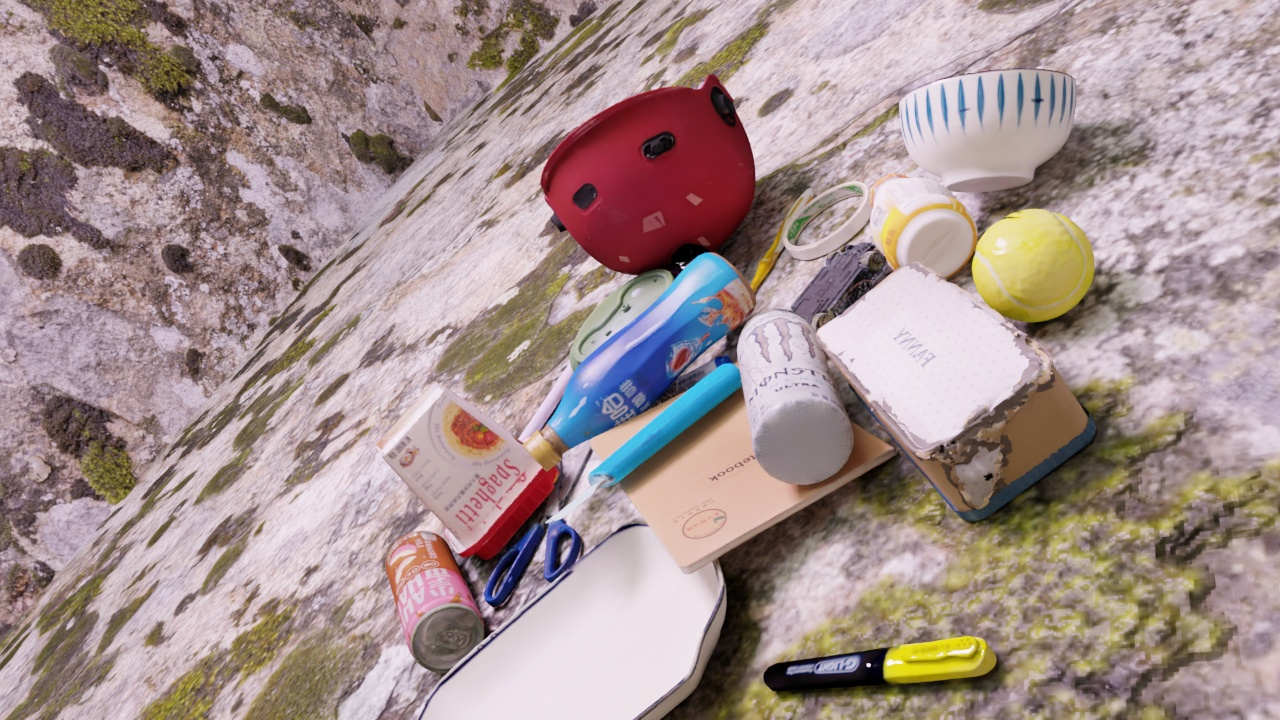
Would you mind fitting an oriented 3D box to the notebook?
[{"bbox_3d":[0.056,0.059,0.626,0.147,0.008,0.207,-28,22,-9],"label":"notebook"}]

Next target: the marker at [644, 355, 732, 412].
[{"bbox_3d":[0.015,0.032,0.771,0.146,0.017,0.016,-28,28,29],"label":"marker"}]

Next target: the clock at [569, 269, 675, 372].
[{"bbox_3d":[-0.010,-0.025,0.852,0.116,0.056,0.161,-50,25,-17],"label":"clock"}]

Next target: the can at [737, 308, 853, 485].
[{"bbox_3d":[0.095,0.018,0.587,0.058,0.058,0.146,-35,19,16],"label":"can"}]

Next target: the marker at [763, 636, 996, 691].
[{"bbox_3d":[0.109,0.147,0.443,0.124,0.015,0.018,-23,28,40],"label":"marker"}]

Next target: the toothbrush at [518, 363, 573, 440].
[{"bbox_3d":[-0.079,0.019,0.930,0.021,0.029,0.188,18,57,20],"label":"toothbrush"}]

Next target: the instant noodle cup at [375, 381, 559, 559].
[{"bbox_3d":[-0.152,0.089,0.785,0.116,0.124,0.117,-50,18,-11],"label":"instant noodle cup"}]

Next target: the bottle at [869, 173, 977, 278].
[{"bbox_3d":[0.195,-0.100,0.655,0.063,0.063,0.108,-35,26,16],"label":"bottle"}]

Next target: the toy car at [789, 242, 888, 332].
[{"bbox_3d":[0.143,-0.046,0.684,0.105,0.031,0.049,-48,24,-15],"label":"toy car"}]

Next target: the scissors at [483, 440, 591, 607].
[{"bbox_3d":[-0.079,0.134,0.753,0.160,0.012,0.163,-44,22,-3],"label":"scissors"}]

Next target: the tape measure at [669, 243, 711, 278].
[{"bbox_3d":[0.056,-0.079,0.838,0.039,0.058,0.057,-43,-18,-9],"label":"tape measure"}]

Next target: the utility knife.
[{"bbox_3d":[0.006,0.057,0.643,0.187,0.018,0.034,-36,14,-27],"label":"utility knife"}]

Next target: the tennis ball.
[{"bbox_3d":[0.227,-0.055,0.531,0.066,0.065,0.065,-34,26,19],"label":"tennis ball"}]

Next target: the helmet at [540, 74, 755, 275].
[{"bbox_3d":[0.020,-0.159,0.878,0.207,0.144,0.239,-32,-3,18],"label":"helmet"}]

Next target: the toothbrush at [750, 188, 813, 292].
[{"bbox_3d":[0.113,-0.094,0.823,0.016,0.018,0.190,-6,43,50],"label":"toothbrush"}]

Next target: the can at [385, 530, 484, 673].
[{"bbox_3d":[-0.168,0.190,0.740,0.058,0.058,0.147,-46,25,-7],"label":"can"}]

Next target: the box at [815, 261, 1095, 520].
[{"bbox_3d":[0.169,0.007,0.530,0.090,0.061,0.184,-38,23,10],"label":"box"}]

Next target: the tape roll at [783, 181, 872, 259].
[{"bbox_3d":[0.163,-0.122,0.799,0.086,0.014,0.085,-34,26,19],"label":"tape roll"}]

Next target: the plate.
[{"bbox_3d":[-0.049,0.205,0.565,0.266,0.034,0.162,-41,24,4],"label":"plate"}]

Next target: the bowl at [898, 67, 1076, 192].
[{"bbox_3d":[0.243,-0.156,0.646,0.117,0.116,0.066,-1,91,56],"label":"bowl"}]

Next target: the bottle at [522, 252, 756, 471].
[{"bbox_3d":[-0.004,0.004,0.738,0.218,0.065,0.065,-42,24,-7],"label":"bottle"}]
